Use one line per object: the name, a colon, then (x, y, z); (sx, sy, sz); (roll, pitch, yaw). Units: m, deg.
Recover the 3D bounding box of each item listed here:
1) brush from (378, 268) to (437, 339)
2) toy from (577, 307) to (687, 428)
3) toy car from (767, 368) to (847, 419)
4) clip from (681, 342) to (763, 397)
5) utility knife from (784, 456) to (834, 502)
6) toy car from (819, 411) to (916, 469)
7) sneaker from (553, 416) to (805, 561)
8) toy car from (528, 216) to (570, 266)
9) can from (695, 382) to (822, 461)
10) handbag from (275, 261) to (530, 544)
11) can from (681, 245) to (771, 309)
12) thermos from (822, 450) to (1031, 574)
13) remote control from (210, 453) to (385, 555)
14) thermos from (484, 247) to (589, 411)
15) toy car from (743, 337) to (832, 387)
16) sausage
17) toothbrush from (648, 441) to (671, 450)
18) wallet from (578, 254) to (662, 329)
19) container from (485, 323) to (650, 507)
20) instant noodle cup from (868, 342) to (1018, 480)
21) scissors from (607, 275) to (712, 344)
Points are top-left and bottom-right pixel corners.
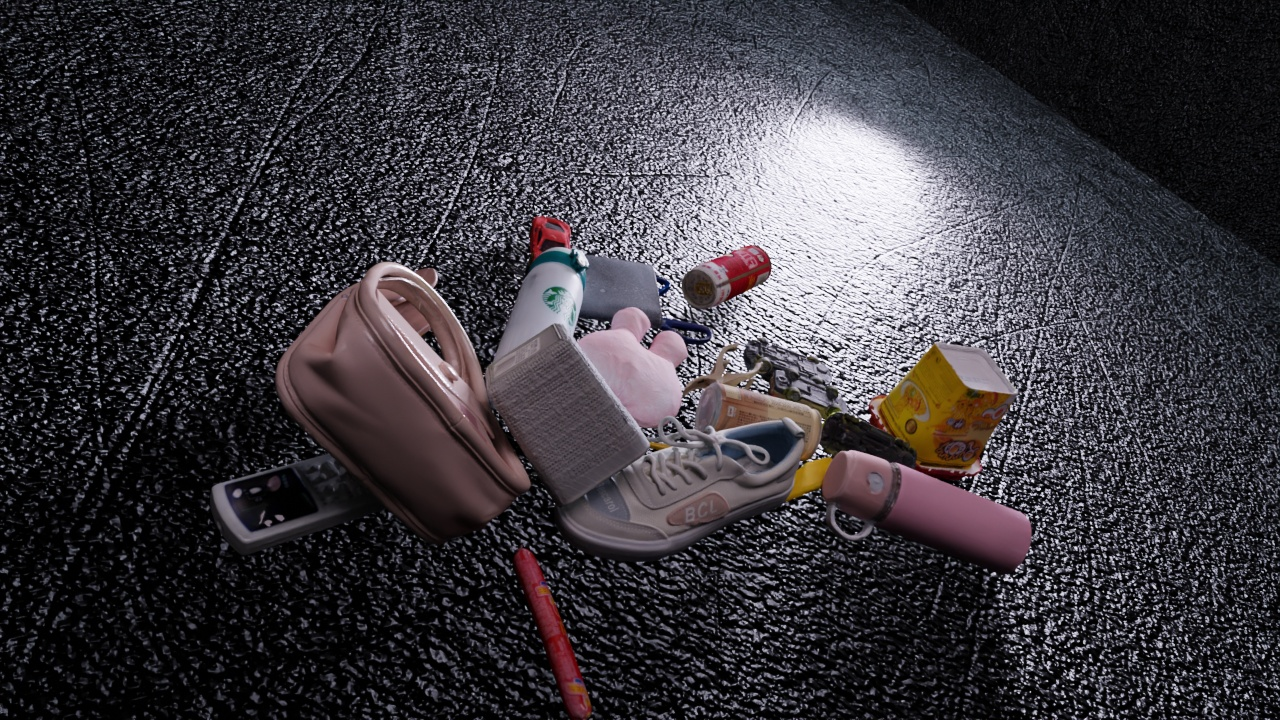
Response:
brush: (-0.228, -0.034, 0.819); (0.063, 0.073, 0.145); (30, 33, 8)
toy: (-0.005, 0.005, 0.918); (0.121, 0.054, 0.159); (34, 36, 0)
toy car: (0.183, 0.041, 1.003); (0.090, 0.035, 0.042); (20, 37, -8)
clip: (0.097, 0.027, 0.973); (0.084, 0.035, 0.104); (28, 40, 6)
utility knife: (0.154, 0.120, 0.901); (0.153, 0.015, 0.033); (-11, 42, -39)
toy car: (0.238, 0.092, 0.966); (0.105, 0.048, 0.032); (26, 2, 3)
sneaker: (0.044, 0.100, 0.785); (0.241, 0.091, 0.089); (-10, 47, -30)
toy car: (-0.103, -0.130, 1.058); (0.049, 0.031, 0.106); (12, 39, -16)
can: (0.117, 0.062, 0.915); (0.116, 0.059, 0.058); (14, 36, -15)
handbag: (-0.174, 0.009, 0.721); (0.193, 0.093, 0.234); (55, 10, -29)
can: (0.107, -0.103, 1.128); (0.053, 0.053, 0.132); (40, 38, 20)
thermos: (0.272, 0.154, 0.888); (0.198, 0.067, 0.087); (21, 74, -11)
remote control: (-0.239, 0.098, 0.686); (0.149, 0.021, 0.058); (-15, 51, -44)
thermos: (-0.095, -0.038, 0.903); (0.073, 0.073, 0.223); (20, 36, -8)
toy car: (0.165, 0.009, 1.038); (0.105, 0.031, 0.048); (19, 36, -7)
sausage: (-0.064, 0.197, 0.666); (0.020, 0.020, 0.155); (0, 42, -31)
toothbrush: (0.047, 0.091, 0.873); (0.191, 0.016, 0.018); (12, 48, -18)
wallet: (-0.027, -0.080, 1.033); (0.097, 0.019, 0.120); (8, 37, -12)
container: (-0.064, 0.039, 0.748); (0.114, 0.090, 0.090); (58, -3, -16)
instant noodle cup: (0.333, 0.053, 1.002); (0.116, 0.124, 0.116); (7, 39, -24)
scissors: (0.004, -0.053, 1.039); (0.162, 0.012, 0.174); (23, 37, -1)
